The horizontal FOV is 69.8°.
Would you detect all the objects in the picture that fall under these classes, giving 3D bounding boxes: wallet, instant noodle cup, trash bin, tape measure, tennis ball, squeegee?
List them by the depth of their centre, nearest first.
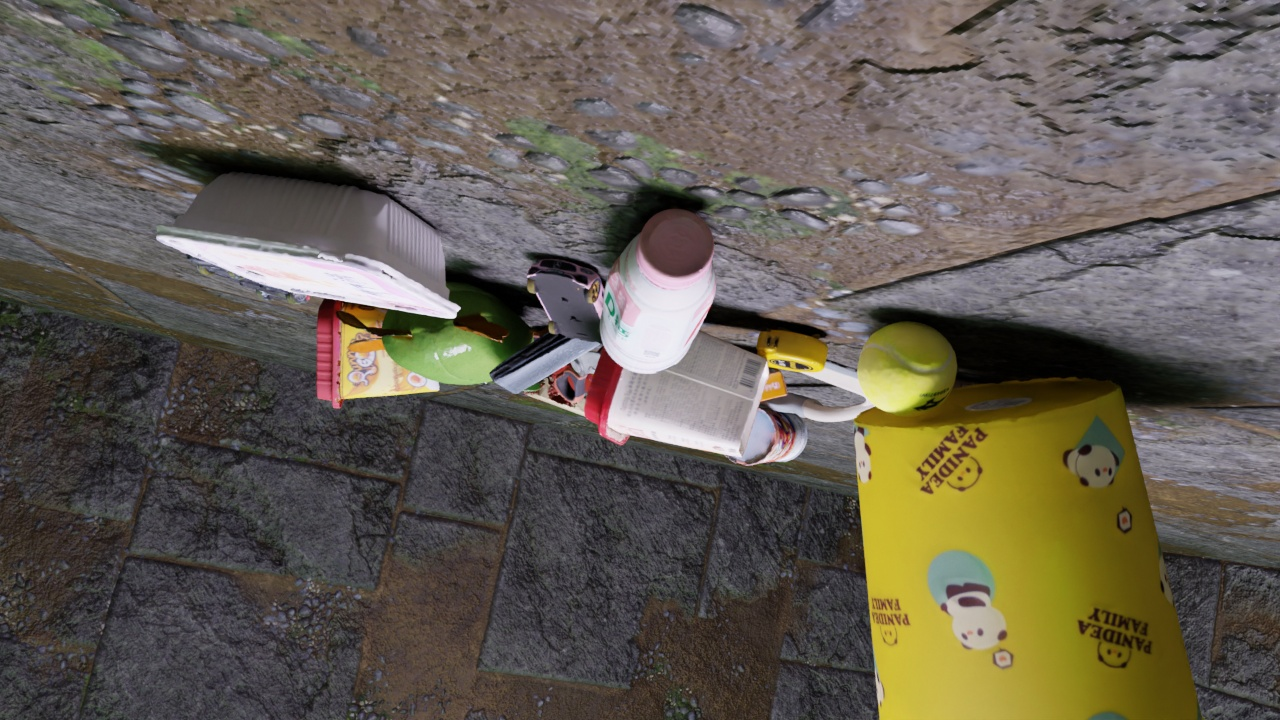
[{"bbox_3d":[0.182,0.006,0.628,0.065,0.065,0.065,12,172,2],"label":"tennis ball"},{"bbox_3d":[-0.220,-0.082,0.634,0.173,0.060,0.138,8,171,17],"label":"instant noodle cup"},{"bbox_3d":[0.268,0.153,0.668,0.229,0.255,0.229,-10,-178,0],"label":"trash bin"},{"bbox_3d":[0.121,-0.010,0.736,0.057,0.029,0.060,11,172,14],"label":"tape measure"},{"bbox_3d":[0.033,0.022,0.740,0.124,0.116,0.116,17,173,12],"label":"instant noodle cup"},{"bbox_3d":[-0.074,-0.008,0.823,0.121,0.019,0.097,-31,169,-1],"label":"wallet"},{"bbox_3d":[0.187,0.045,0.979,0.246,0.039,0.247,17,171,-28],"label":"squeegee"},{"bbox_3d":[-0.279,-0.013,0.987,0.123,0.116,0.116,2,-166,-13],"label":"instant noodle cup"}]

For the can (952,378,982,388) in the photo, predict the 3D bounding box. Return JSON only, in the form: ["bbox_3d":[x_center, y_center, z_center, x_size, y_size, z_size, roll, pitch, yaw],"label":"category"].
[{"bbox_3d":[0.282,0.047,0.786,0.116,0.058,0.058,9,171,16],"label":"can"}]

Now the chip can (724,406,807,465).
[{"bbox_3d":[0.153,0.092,1.132,0.071,0.071,0.214,9,179,20],"label":"chip can"}]

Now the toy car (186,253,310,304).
[{"bbox_3d":[-0.354,-0.086,0.843,0.053,0.045,0.120,10,167,26],"label":"toy car"}]

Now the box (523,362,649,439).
[{"bbox_3d":[-0.053,0.049,1.130,0.168,0.079,0.091,22,172,-18],"label":"box"}]

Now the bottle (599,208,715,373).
[{"bbox_3d":[0.012,-0.040,0.570,0.068,0.068,0.197,12,168,-3],"label":"bottle"}]

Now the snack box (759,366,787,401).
[{"bbox_3d":[0.059,0.036,0.874,0.154,0.026,0.075,-15,-176,3],"label":"snack box"}]

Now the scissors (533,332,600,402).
[{"bbox_3d":[-0.061,0.014,0.946,0.206,0.015,0.195,42,154,34],"label":"scissors"}]

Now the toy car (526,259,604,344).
[{"bbox_3d":[-0.050,-0.047,0.714,0.056,0.037,0.122,10,159,13],"label":"toy car"}]

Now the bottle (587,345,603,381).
[{"bbox_3d":[-0.005,0.005,0.916,0.057,0.057,0.175,15,171,-23],"label":"bottle"}]

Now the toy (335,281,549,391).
[{"bbox_3d":[-0.167,-0.023,0.856,0.227,0.090,0.246,-3,173,8],"label":"toy"}]
